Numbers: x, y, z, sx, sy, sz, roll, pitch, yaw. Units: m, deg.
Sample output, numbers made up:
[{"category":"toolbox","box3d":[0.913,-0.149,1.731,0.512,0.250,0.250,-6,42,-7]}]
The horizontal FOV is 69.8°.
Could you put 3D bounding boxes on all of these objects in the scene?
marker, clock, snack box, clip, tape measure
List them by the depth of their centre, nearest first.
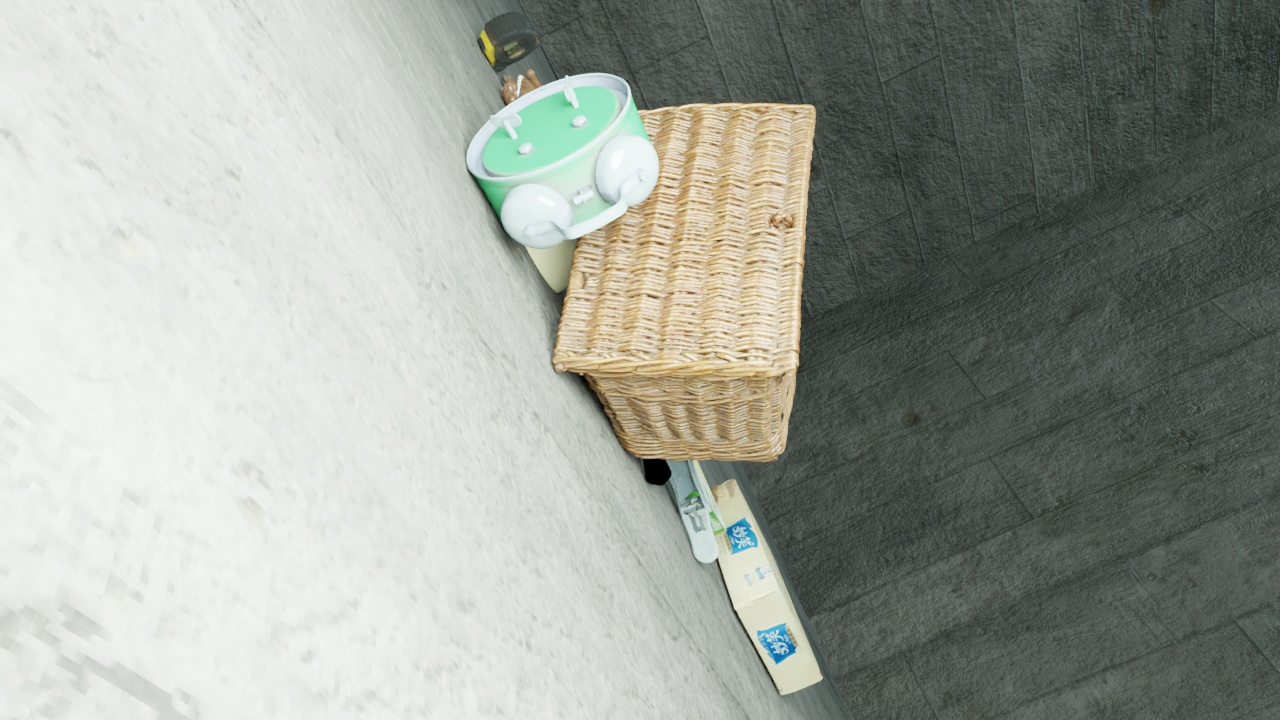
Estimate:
[{"category":"clock","box3d":[-0.050,-0.134,0.622,0.075,0.122,0.161,62,2,-39]},{"category":"marker","box3d":[0.003,0.063,0.811,0.125,0.025,0.025,-109,173,-50]},{"category":"clip","box3d":[0.040,0.111,0.862,0.108,0.028,0.163,-85,156,-76]},{"category":"snack box","box3d":[0.043,0.102,1.028,0.132,0.027,0.168,58,8,-59]},{"category":"snack box","box3d":[0.136,0.259,1.072,0.207,0.055,0.153,-107,171,-61]},{"category":"tape measure","box3d":[-0.154,-0.375,1.076,0.062,0.067,0.038,40,26,-78]}]

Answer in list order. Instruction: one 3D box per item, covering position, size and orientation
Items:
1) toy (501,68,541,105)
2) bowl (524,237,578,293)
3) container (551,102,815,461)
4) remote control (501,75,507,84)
[{"category":"toy","box3d":[-0.121,-0.287,1.039,0.101,0.054,0.042,59,-13,23]},{"category":"bowl","box3d":[-0.061,-0.125,0.762,0.118,0.074,0.118,-24,89,-85]},{"category":"container","box3d":[0.050,-0.048,0.710,0.183,0.162,0.249,72,23,-53]},{"category":"remote control","box3d":[-0.139,-0.287,1.106,0.033,0.013,0.136,55,11,-63]}]
